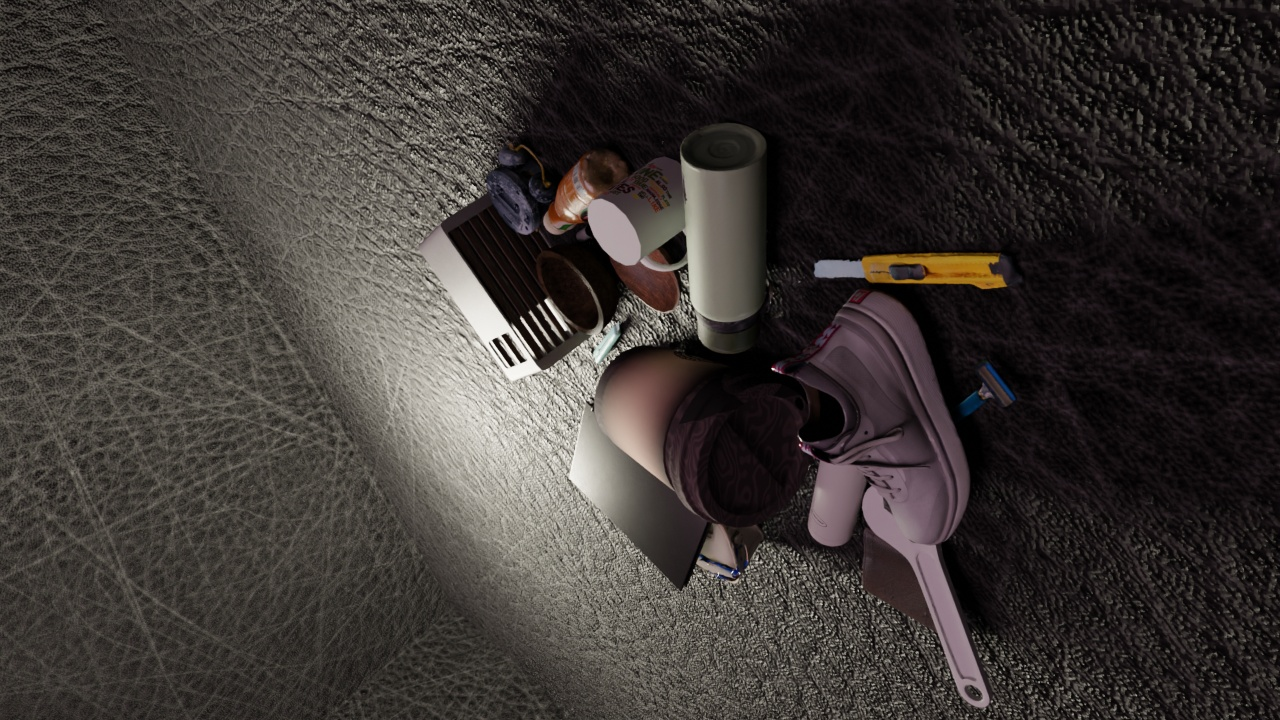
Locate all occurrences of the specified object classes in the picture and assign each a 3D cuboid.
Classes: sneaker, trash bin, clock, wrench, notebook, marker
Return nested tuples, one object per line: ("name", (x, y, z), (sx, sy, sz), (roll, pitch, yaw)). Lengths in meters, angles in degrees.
("sneaker", (0.206, 0.074, 0.820), (0.263, 0.128, 0.097), (66, 166, -22))
("trash bin", (-0.176, -0.101, 1.237), (0.229, 0.114, 0.115), (56, 153, -9))
("clock", (-0.142, -0.210, 1.118), (0.090, 0.052, 0.130), (46, 154, 10))
("wrench", (0.307, 0.247, 0.973), (0.087, 0.018, 0.273), (-9, 107, 51))
("notebook", (-0.004, 0.173, 1.205), (0.231, 0.019, 0.170), (41, 138, 27))
("marker", (-0.041, -0.161, 1.062), (0.016, 0.016, 0.141), (56, 153, -9))

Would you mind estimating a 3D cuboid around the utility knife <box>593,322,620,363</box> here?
("utility knife", (-0.042, -0.025, 1.237), (0.120, 0.015, 0.022), (130, 132, -62))

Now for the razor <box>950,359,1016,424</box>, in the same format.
("razor", (0.284, 0.042, 0.804), (0.042, 0.022, 0.144), (59, 161, 17))

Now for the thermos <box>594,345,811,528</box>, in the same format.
("thermos", (0.060, 0.071, 1.042), (0.226, 0.172, 0.173), (25, 144, 53))

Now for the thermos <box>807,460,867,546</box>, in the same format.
("thermos", (0.214, 0.119, 0.970), (0.052, 0.052, 0.225), (36, 150, 28))

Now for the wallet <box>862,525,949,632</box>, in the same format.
("wallet", (0.296, 0.244, 1.028), (0.099, 0.031, 0.120), (27, 142, 37))

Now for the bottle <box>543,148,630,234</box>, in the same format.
("bottle", (-0.069, -0.181, 1.030), (0.059, 0.059, 0.167), (54, 153, -6))

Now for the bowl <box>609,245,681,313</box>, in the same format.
("bowl", (0.011, -0.108, 1.035), (0.114, 0.026, 0.102), (45, 152, 15))

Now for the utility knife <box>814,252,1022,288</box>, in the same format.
("utility knife", (0.221, -0.075, 0.765), (0.207, 0.018, 0.030), (11, 124, 57))

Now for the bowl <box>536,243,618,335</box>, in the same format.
("bowl", (-0.068, -0.097, 1.139), (0.121, 0.056, 0.121), (38, 150, 26))

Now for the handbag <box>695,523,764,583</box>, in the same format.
("handbag", (0.064, 0.208, 1.225), (0.201, 0.092, 0.200), (25, 156, 31))

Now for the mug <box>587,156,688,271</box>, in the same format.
("mug", (0.013, -0.138, 0.923), (0.105, 0.089, 0.074), (56, 153, -9))

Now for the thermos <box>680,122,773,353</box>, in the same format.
("thermos", (0.085, -0.105, 0.872), (0.082, 0.082, 0.232), (33, 148, 33))
